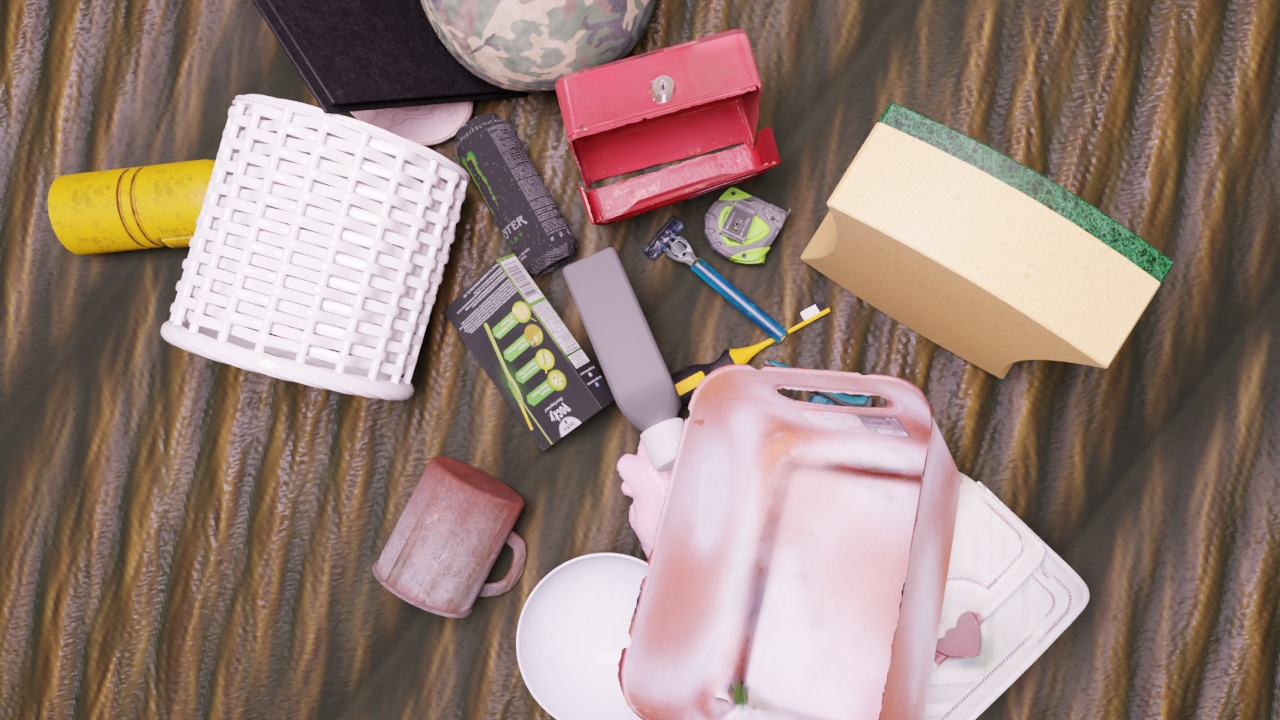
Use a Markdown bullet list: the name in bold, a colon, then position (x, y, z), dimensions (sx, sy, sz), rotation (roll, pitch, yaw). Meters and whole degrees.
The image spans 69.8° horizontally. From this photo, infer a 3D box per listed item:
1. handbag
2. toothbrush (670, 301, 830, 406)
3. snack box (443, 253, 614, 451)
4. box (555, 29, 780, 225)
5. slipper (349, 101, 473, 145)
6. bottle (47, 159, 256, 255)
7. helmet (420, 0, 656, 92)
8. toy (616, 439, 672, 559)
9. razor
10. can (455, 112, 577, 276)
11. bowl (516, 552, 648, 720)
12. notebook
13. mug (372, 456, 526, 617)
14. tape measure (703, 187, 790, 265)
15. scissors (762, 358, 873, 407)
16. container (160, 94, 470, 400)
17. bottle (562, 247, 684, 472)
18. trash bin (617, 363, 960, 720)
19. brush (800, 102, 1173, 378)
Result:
- **handbag**: position (0.238, 0.202, 0.741), dimensions (0.142, 0.096, 0.198), rotation (43, 93, 3)
- **toothbrush**: position (0.076, 0.003, 0.784), dimensions (0.196, 0.031, 0.031), rotation (-28, 83, -3)
- **snack box**: position (-0.094, -0.006, 0.772), dimensions (0.080, 0.025, 0.147), rotation (-37, 88, 35)
- **box**: position (0.019, -0.182, 0.738), dimensions (0.157, 0.135, 0.117), rotation (-18, 93, 1)
- **slipper**: position (-0.243, -0.280, 0.782), dimensions (0.094, 0.064, 0.239), rotation (-41, 101, 5)
- **bottle**: position (-0.404, -0.132, 0.784), dimensions (0.164, 0.071, 0.071), rotation (-6, 89, 2)
- **helmet**: position (-0.076, -0.334, 0.710), dimensions (0.223, 0.193, 0.236), rotation (-28, 105, -26)
- **toy**: position (0.022, 0.109, 0.771), dimensions (0.099, 0.052, 0.096), rotation (-40, 95, 4)
- **razor**: position (0.067, -0.065, 0.778), dimensions (0.144, 0.022, 0.042), rotation (41, 92, 10)
- **can**: position (-0.106, -0.140, 0.778), dimensions (0.054, 0.054, 0.137), rotation (-30, 89, 2)
- **bowl**: position (-0.026, 0.225, 0.762), dimensions (0.144, 0.074, 0.144), rotation (0, 90, 2)
- **notebook**: position (-0.197, -0.272, 0.710), dimensions (0.019, 0.230, 0.169), rotation (-34, 88, 35)
- **mug**: position (-0.145, 0.151, 0.769), dimensions (0.123, 0.096, 0.110), rotation (27, 95, -34)
- **tape measure**: position (0.086, -0.113, 0.779), dimensions (0.065, 0.036, 0.058), rotation (23, 91, 2)
- **scissors**: position (0.162, 0.041, 0.784), dimensions (0.130, 0.019, 0.150), rotation (-25, 88, 3)
- **container**: position (-0.248, -0.083, 0.717), dimensions (0.189, 0.189, 0.187), rotation (16, 89, 2)
- **bottle**: position (-0.004, 0.004, 0.735), dimensions (0.046, 0.084, 0.173), rotation (-24, 71, 2)
- **trash bin**: position (0.120, 0.155, 0.667), dimensions (0.182, 0.157, 0.259), rotation (4, 68, 31)
- **brush**: position (0.228, -0.073, 0.665), dimensions (0.195, 0.250, 0.075), rotation (32, 91, 6)
